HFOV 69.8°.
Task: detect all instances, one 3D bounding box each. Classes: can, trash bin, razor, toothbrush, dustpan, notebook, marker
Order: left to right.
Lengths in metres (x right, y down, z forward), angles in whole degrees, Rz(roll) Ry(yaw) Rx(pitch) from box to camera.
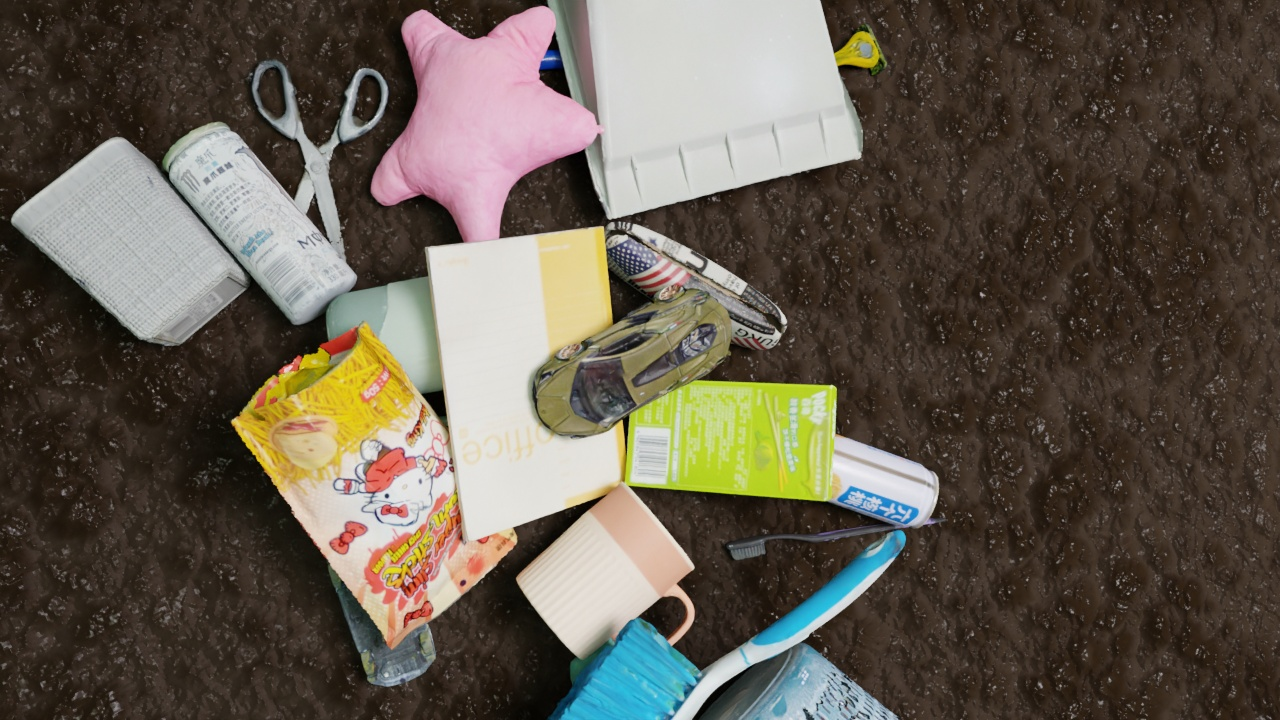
[{"bbox_3d":[-0.274,-0.098,0.665,0.058,0.058,0.146,-40,94,-10],"label":"can"},{"bbox_3d":[-0.076,0.013,0.662,0.145,0.010,0.206,-13,104,-36],"label":"notebook"},{"bbox_3d":[-0.016,-0.246,0.747,0.145,0.017,0.017,-4,86,-9],"label":"marker"},{"bbox_3d":[0.036,-0.274,0.744,0.222,0.142,0.258,-15,109,-9],"label":"dustpan"},{"bbox_3d":[0.142,-0.240,0.769,0.132,0.028,0.043,-25,93,-8],"label":"razor"},{"bbox_3d":[0.126,0.318,0.638,0.226,0.227,0.195,-42,80,-10],"label":"trash bin"},{"bbox_3d":[0.161,0.143,0.744,0.189,0.014,0.017,-5,93,-10],"label":"toothbrush"},{"bbox_3d":[0.164,0.090,0.729,0.134,0.053,0.053,19,82,-7],"label":"can"}]

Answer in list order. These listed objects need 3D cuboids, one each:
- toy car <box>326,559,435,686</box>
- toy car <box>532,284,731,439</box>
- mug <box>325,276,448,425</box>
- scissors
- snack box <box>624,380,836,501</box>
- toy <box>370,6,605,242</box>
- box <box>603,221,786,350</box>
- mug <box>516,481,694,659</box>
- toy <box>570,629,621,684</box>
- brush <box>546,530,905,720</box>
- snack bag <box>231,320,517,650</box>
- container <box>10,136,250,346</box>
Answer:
[{"bbox_3d":[-0.190,0.178,0.674,0.054,0.037,0.120,-18,96,-15],"label":"toy car"},{"bbox_3d":[-0.004,0.004,0.668,0.158,0.042,0.070,-30,119,-11],"label":"toy car"},{"bbox_3d":[-0.166,-0.003,0.674,0.106,0.082,0.112,-12,105,-11],"label":"mug"},{"bbox_3d":[-0.249,-0.155,0.704,0.159,0.014,0.177,44,82,-4],"label":"scissors"},{"bbox_3d":[0.067,0.058,0.694,0.156,0.026,0.085,1,83,20],"label":"snack box"},{"bbox_3d":[-0.115,-0.170,0.688,0.179,0.074,0.194,8,86,15],"label":"toy"},{"bbox_3d":[0.041,-0.061,0.718,0.164,0.070,0.055,29,57,-9],"label":"box"},{"bbox_3d":[-0.017,0.167,0.677,0.105,0.082,0.114,-40,86,-9],"label":"mug"},{"bbox_3d":[-0.019,0.259,0.698,0.096,0.030,0.092,-39,90,-4],"label":"toy"},{"bbox_3d":[0.036,0.204,0.612,0.109,0.060,0.314,38,95,4],"label":"brush"},{"bbox_3d":[-0.173,0.086,0.627,0.128,0.073,0.208,-44,120,-30],"label":"snack bag"},{"bbox_3d":[-0.348,-0.077,0.645,0.090,0.090,0.114,-44,96,-10],"label":"container"}]
